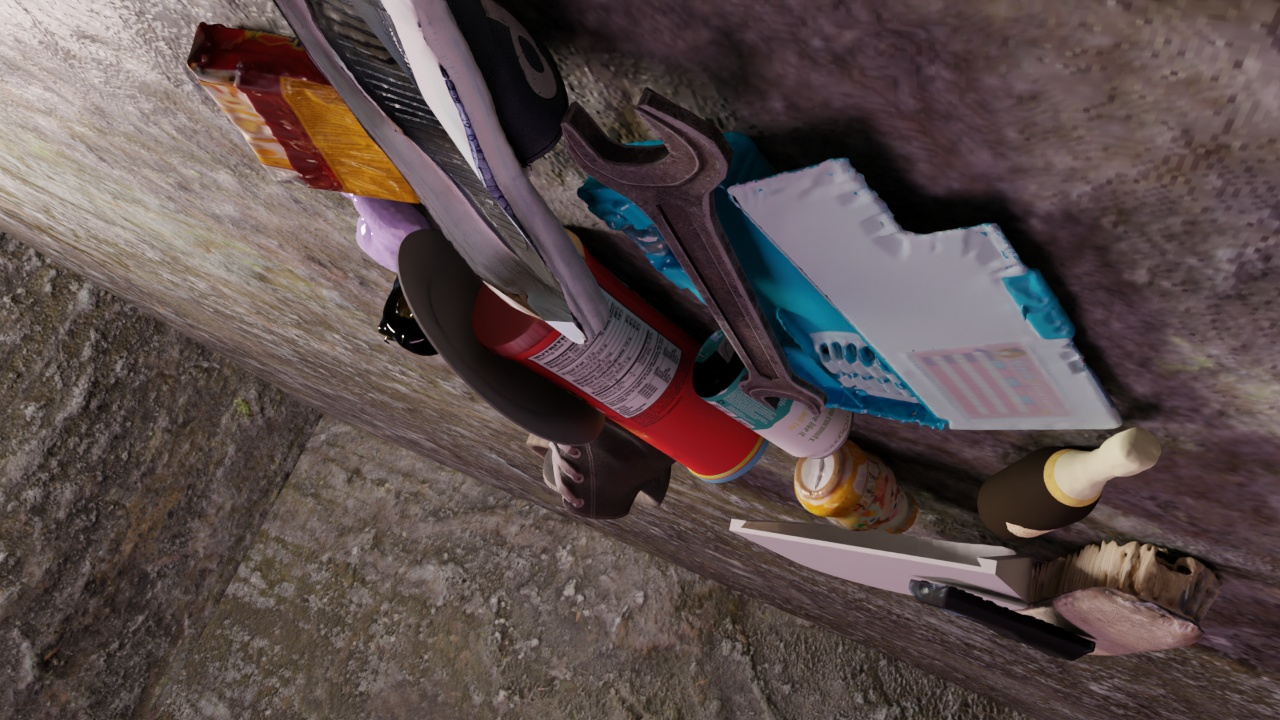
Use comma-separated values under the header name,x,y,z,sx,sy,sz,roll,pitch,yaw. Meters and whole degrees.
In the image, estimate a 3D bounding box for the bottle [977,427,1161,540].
name,x,y,z,sx,sy,sz,roll,pitch,yaw
bottle,0.238,0.068,0.514,0.045,0.045,0.185,22,165,10

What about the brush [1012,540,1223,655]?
name,x,y,z,sx,sy,sz,roll,pitch,yaw
brush,0.363,0.193,0.726,0.083,0.056,0.271,25,165,15

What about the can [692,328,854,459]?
name,x,y,z,sx,sy,sz,roll,pitch,yaw
can,0.084,0.020,0.581,0.101,0.054,0.055,32,164,-25

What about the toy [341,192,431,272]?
name,x,y,z,sx,sy,sz,roll,pitch,yaw
toy,-0.180,-0.096,0.649,0.080,0.036,0.100,37,160,-5

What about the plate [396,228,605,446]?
name,x,y,z,sx,sy,sz,roll,pitch,yaw
plate,-0.090,-0.014,0.601,0.178,0.012,0.178,43,-160,-20

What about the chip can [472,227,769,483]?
name,x,y,z,sx,sy,sz,roll,pitch,yaw
chip can,-0.004,0.003,0.607,0.087,0.087,0.213,8,159,49

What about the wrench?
name,x,y,z,sx,sy,sz,roll,pitch,yaw
wrench,0.040,-0.031,0.423,0.070,0.010,0.273,14,161,28

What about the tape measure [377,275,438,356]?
name,x,y,z,sx,sy,sz,roll,pitch,yaw
tape measure,-0.183,-0.041,0.778,0.072,0.071,0.042,12,158,23

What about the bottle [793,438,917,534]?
name,x,y,z,sx,sy,sz,roll,pitch,yaw
bottle,0.170,0.102,0.713,0.109,0.063,0.063,29,166,-35

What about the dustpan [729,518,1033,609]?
name,x,y,z,sx,sy,sz,roll,pitch,yaw
dustpan,0.217,0.153,0.755,0.192,0.053,0.257,3,162,32

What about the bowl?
name,x,y,z,sx,sy,sz,roll,pitch,yaw
bowl,-0.037,0.095,1.004,0.162,0.070,0.162,23,165,6

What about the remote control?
name,x,y,z,sx,sy,sz,roll,pitch,yaw
remote control,0.277,0.201,0.705,0.150,0.022,0.047,23,167,-17

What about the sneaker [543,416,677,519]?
name,x,y,z,sx,sy,sz,roll,pitch,yaw
sneaker,-0.068,0.038,0.725,0.234,0.120,0.095,27,-156,-26

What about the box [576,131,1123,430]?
name,x,y,z,sx,sy,sz,roll,pitch,yaw
box,0.102,-0.025,0.427,0.182,0.039,0.226,8,157,46

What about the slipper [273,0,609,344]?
name,x,y,z,sx,sy,sz,roll,pitch,yaw
slipper,-0.068,-0.102,0.377,0.111,0.063,0.264,30,160,32

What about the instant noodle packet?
name,x,y,z,sx,sy,sz,roll,pitch,yaw
instant noodle packet,-0.171,-0.127,0.496,0.098,0.039,0.135,13,164,4
